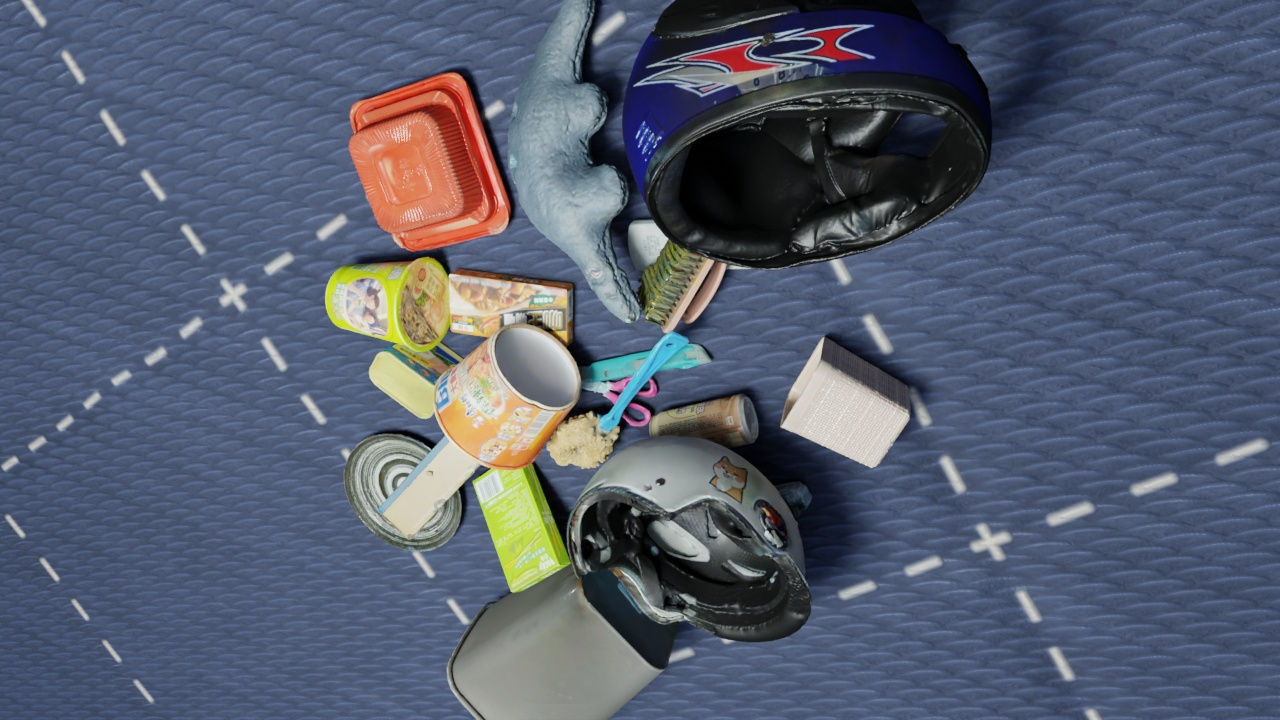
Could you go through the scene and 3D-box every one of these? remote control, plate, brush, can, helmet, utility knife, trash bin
[{"bbox_3d":[0.060,-0.128,1.004,0.150,0.021,0.058,1,119,18],"label":"remote control"},{"bbox_3d":[-0.320,0.178,1.251,0.179,0.024,0.180,6,111,16],"label":"plate"},{"bbox_3d":[0.055,-0.100,0.976,0.073,0.063,0.146,13,128,-26],"label":"brush"},{"bbox_3d":[-0.272,0.016,1.137,0.102,0.083,0.057,36,117,2],"label":"can"},{"bbox_3d":[0.140,-0.234,0.812,0.316,0.239,0.247,-9,146,28],"label":"helmet"},{"bbox_3d":[0.073,0.078,1.062,0.116,0.058,0.058,-14,106,22],"label":"can"},{"bbox_3d":[-0.006,0.006,1.078,0.182,0.013,0.029,-11,84,18],"label":"utility knife"},{"bbox_3d":[-0.086,0.358,1.161,0.220,0.198,0.199,-41,96,19],"label":"trash bin"},{"bbox_3d":[0.063,0.178,1.007,0.274,0.156,0.231,28,137,-12],"label":"helmet"},{"bbox_3d":[-0.025,0.048,1.063,0.083,0.045,0.255,22,130,-24],"label":"brush"}]

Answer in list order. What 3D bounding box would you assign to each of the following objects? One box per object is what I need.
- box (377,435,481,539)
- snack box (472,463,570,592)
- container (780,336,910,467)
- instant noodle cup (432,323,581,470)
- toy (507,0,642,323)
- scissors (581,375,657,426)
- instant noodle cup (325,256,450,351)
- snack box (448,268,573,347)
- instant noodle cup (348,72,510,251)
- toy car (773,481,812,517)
[{"bbox_3d":[-0.245,0.137,1.157,0.061,0.089,0.184,41,99,-3],"label":"box"},{"bbox_3d":[-0.153,0.204,1.164,0.086,0.026,0.156,-35,67,25],"label":"snack box"},{"bbox_3d":[0.223,0.047,0.987,0.111,0.089,0.090,27,116,2],"label":"container"},{"bbox_3d":[-0.146,0.036,1.058,0.151,0.151,0.112,45,126,-3],"label":"instant noodle cup"},{"bbox_3d":[-0.075,-0.208,0.971,0.138,0.091,0.356,-8,95,27],"label":"toy"},{"bbox_3d":[-0.043,0.025,1.105,0.137,0.017,0.074,26,114,11],"label":"scissors"},{"bbox_3d":[-0.308,-0.073,1.107,0.123,0.111,0.112,7,113,24],"label":"instant noodle cup"},{"bbox_3d":[-0.155,-0.063,1.099,0.154,0.026,0.075,8,113,15],"label":"snack box"},{"bbox_3d":[-0.249,-0.215,1.042,0.165,0.078,0.189,-11,109,23],"label":"instant noodle cup"},{"bbox_3d":[0.156,0.168,1.079,0.091,0.042,0.034,-20,105,25],"label":"toy car"}]
